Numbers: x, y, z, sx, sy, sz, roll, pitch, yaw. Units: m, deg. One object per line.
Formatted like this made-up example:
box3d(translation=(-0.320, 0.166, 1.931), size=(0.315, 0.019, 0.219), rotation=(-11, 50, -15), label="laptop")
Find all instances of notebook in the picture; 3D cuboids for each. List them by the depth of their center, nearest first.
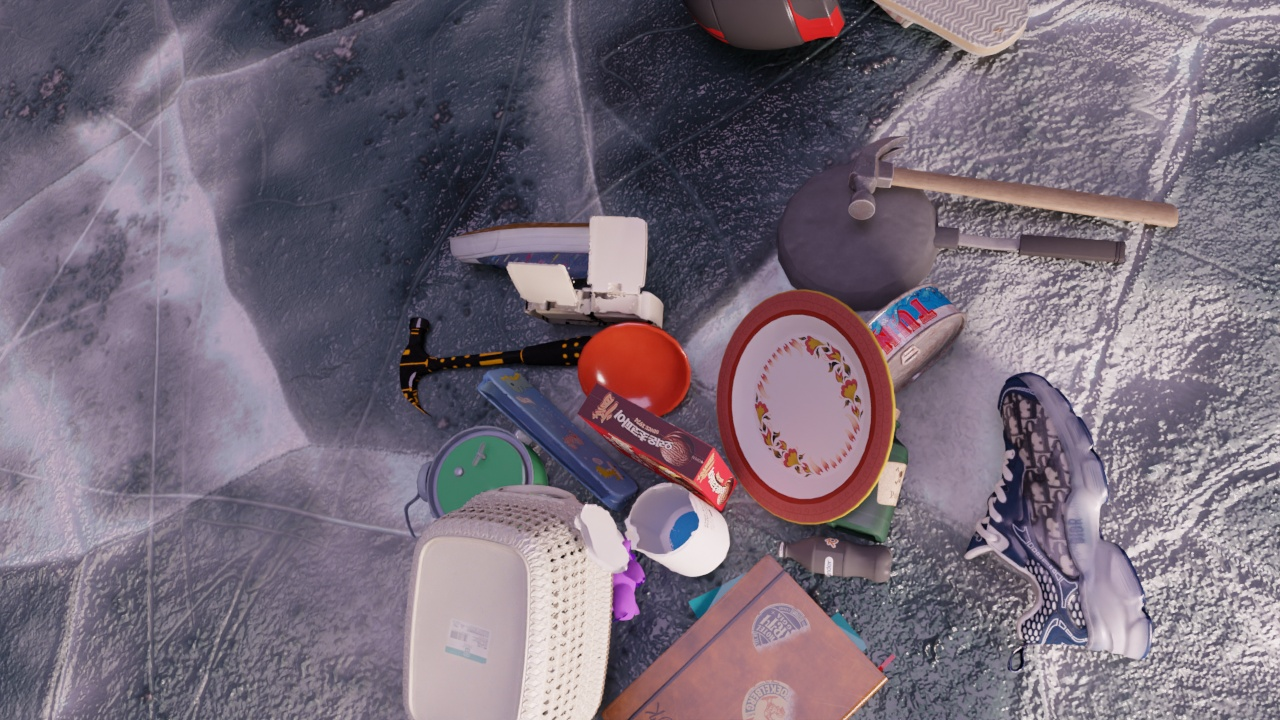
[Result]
box3d(translation=(0.098, 0.317, 0.897), size=(0.249, 0.014, 0.178), rotation=(-43, 66, -3), label="notebook")

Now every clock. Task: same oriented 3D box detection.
box3d(translation=(-0.185, 0.145, 1.002), size=(0.162, 0.075, 0.121), rotation=(-26, 67, 5), label="clock")

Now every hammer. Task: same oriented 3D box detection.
box3d(translation=(0.386, -0.177, 0.958), size=(0.331, 0.031, 0.119), rotation=(9, 53, 9), label="hammer")
box3d(translation=(-0.135, -0.002, 1.066), size=(0.321, 0.036, 0.123), rotation=(-4, 72, 16), label="hammer")

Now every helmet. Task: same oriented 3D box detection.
box3d(translation=(0.124, -0.474, 1.090), size=(0.170, 0.164, 0.264), rotation=(-19, 77, 20), label="helmet")

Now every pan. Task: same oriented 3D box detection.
box3d(translation=(0.321, -0.132, 0.981), size=(0.358, 0.041, 0.178), rotation=(7, 73, 17), label="pan")

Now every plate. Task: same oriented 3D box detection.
box3d(translation=(0.160, 0.046, 0.907), size=(0.230, 0.021, 0.230), rotation=(2, 93, 52), label="plate")

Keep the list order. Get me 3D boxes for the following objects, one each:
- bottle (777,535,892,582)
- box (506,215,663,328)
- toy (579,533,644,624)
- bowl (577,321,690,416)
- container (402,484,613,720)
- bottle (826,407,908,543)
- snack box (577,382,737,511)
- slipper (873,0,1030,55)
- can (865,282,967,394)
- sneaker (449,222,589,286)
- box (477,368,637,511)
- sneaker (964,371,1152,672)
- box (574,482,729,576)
box3d(translation=(0.190, 0.193, 0.904), size=(0.110, 0.036, 0.036), rotation=(5, 72, 17), label="bottle")
box3d(translation=(-0.052, -0.088, 0.992), size=(0.145, 0.186, 0.095), rotation=(5, 65, 9), label="box")
box3d(translation=(-0.028, 0.223, 0.943), size=(0.106, 0.055, 0.088), rotation=(-25, 67, 43), label="toy")
box3d(translation=(-0.006, 0.006, 0.997), size=(0.122, 0.122, 0.035), rotation=(-11, 29, 11), label="bowl")
box3d(translation=(-0.131, 0.249, 0.878), size=(0.185, 0.142, 0.246), rotation=(3, 90, 20), label="container")
box3d(translation=(0.230, 0.108, 0.910), size=(0.061, 0.061, 0.131), rotation=(15, 75, 21), label="bottle")
box3d(translation=(0.021, 0.090, 0.923), size=(0.133, 0.152, 0.035), rotation=(28, 80, 22), label="snack box")
box3d(translation=(0.339, -0.438, 1.081), size=(0.115, 0.052, 0.263), rotation=(-40, 62, -4), label="slipper")
box3d(translation=(0.257, -0.015, 0.908), size=(0.130, 0.130, 0.044), rotation=(-38, 66, 0), label="can")
box3d(translation=(-0.113, -0.122, 1.089), size=(0.236, 0.087, 0.079), rotation=(1, 105, 18), label="sneaker")
box3d(translation=(-0.088, 0.079, 0.991), size=(0.210, 0.066, 0.049), rotation=(39, 89, 16), label="box")
box3d(translation=(0.361, 0.146, 0.848), size=(0.132, 0.103, 0.269), rotation=(-16, 71, 16), label="sneaker")
box3d(translation=(0.015, 0.168, 0.895), size=(0.112, 0.162, 0.084), rotation=(-22, 59, 13), label="box")
